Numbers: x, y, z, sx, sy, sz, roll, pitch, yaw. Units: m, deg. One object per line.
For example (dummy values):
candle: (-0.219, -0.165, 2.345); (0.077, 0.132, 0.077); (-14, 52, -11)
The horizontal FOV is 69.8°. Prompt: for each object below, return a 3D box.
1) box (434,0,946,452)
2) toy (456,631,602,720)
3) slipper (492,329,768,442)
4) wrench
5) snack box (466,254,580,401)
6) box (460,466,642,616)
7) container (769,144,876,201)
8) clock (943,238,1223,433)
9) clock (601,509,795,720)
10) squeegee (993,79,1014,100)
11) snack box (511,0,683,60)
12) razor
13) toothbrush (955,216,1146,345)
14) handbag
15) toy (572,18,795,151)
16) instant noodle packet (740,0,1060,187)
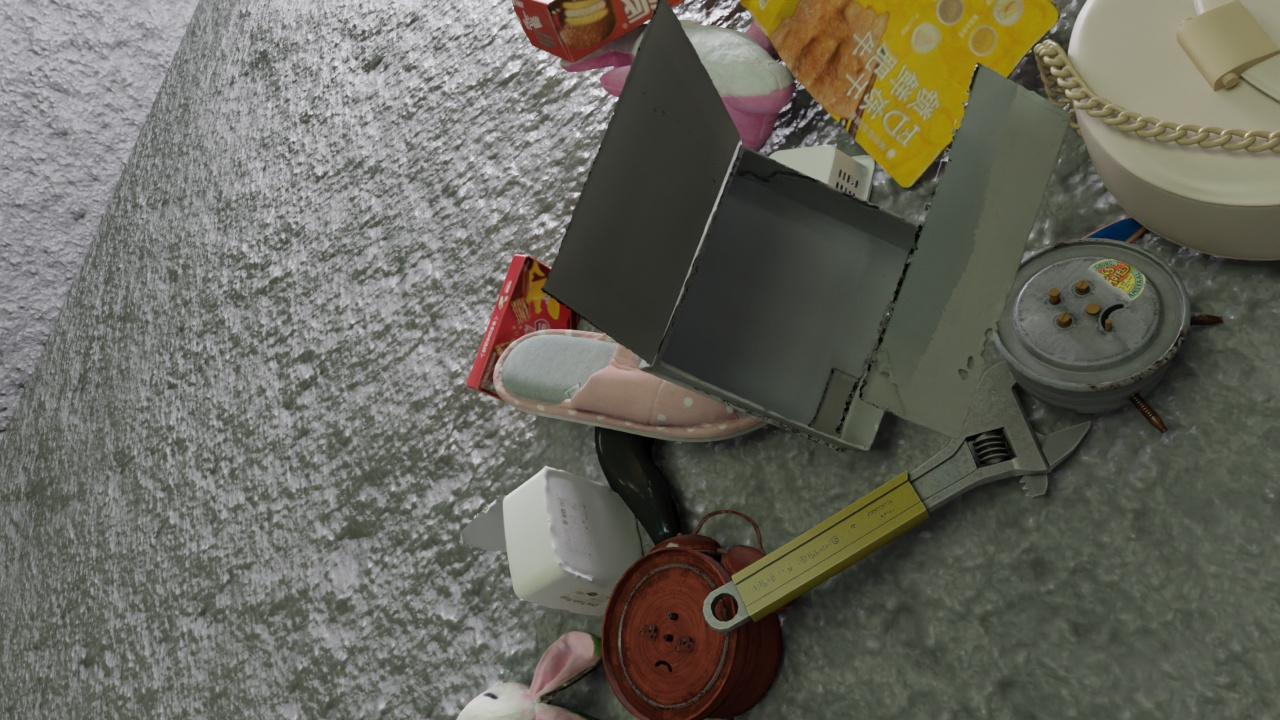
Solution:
box: (0.044, -0.074, 0.556); (0.150, 0.368, 0.166); (15, 82, 43)
toy: (-0.118, 0.298, 0.722); (0.206, 0.105, 0.131); (-35, 48, 24)
slipper: (-0.004, 0.004, 0.739); (0.275, 0.054, 0.114); (1, 51, 26)
wrench: (0.155, 0.090, 0.575); (0.273, 0.018, 0.083); (-32, 58, 5)
snack box: (-0.105, -0.023, 0.871); (0.021, 0.089, 0.133); (10, 78, 44)
box: (-0.085, 0.155, 0.755); (0.137, 0.108, 0.124); (-34, 50, 25)
container: (0.128, -0.111, 0.725); (0.081, 0.049, 0.129); (4, 74, 44)
clock: (0.252, -0.024, 0.549); (0.148, 0.056, 0.103); (24, 73, 37)
clock: (0.044, 0.182, 0.649); (0.121, 0.072, 0.157); (4, 74, 44)
squeegee: (0.251, -0.339, 0.714); (0.185, 0.055, 0.249); (-55, 44, 20)
snack box: (0.002, -0.372, 0.875); (0.236, 0.060, 0.113); (-32, 35, -9)
razor: (0.004, 0.089, 0.750); (0.063, 0.053, 0.140); (-27, 55, -1)
toothbrush: (0.264, -0.052, 0.595); (0.135, 0.017, 0.021); (-38, 51, 24)
handbag: (0.360, -0.163, 0.514); (0.209, 0.103, 0.210); (-26, 55, 22)
toy: (0.045, -0.245, 0.841); (0.186, 0.128, 0.265); (-23, 38, -21)
instant noodle packet: (0.193, -0.263, 0.692); (0.163, 0.084, 0.221); (-52, 55, 41)
